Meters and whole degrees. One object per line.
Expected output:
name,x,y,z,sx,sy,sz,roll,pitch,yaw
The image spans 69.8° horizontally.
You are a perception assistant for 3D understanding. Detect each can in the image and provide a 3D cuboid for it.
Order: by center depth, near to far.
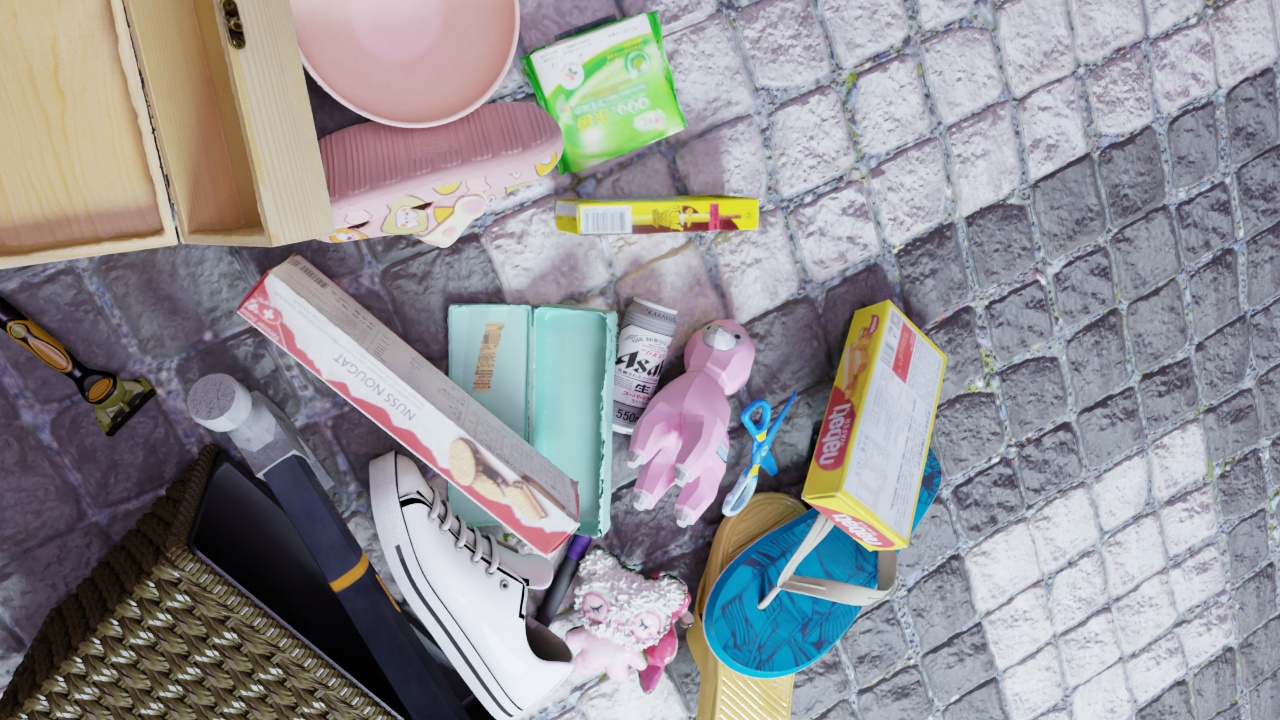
can,-0.004,0.004,0.748,0.044,0.044,0.106,16,97,-23

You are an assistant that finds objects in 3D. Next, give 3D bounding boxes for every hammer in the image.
hammer,-0.187,0.151,0.606,0.035,0.139,0.312,-35,74,-10

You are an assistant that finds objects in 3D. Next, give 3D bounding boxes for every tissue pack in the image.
tissue pack,-0.027,-0.204,0.696,0.114,0.034,0.099,-24,111,-12

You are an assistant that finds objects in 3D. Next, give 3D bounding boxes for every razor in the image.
razor,-0.397,-0.010,0.610,0.044,0.021,0.144,-46,111,-5

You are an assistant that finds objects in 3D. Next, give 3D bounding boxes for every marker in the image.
marker,-0.064,0.180,0.783,0.018,0.015,0.134,25,93,-9

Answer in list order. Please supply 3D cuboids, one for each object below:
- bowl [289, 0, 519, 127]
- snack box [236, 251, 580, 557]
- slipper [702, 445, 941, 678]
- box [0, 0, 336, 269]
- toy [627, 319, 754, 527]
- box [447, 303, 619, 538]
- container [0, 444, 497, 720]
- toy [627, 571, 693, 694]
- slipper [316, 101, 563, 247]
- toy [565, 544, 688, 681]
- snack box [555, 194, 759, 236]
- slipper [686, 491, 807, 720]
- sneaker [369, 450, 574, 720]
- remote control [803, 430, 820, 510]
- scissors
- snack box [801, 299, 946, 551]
bowl,-0.163,-0.232,0.614,0.152,0.076,0.153,-5,105,-21
snack box,-0.156,0.034,0.656,0.273,0.076,0.044,41,100,-15
slipper,0.179,0.165,0.800,0.294,0.060,0.118,-40,98,-24
box,-0.317,-0.190,0.559,0.253,0.118,0.248,-5,105,4
toy,0.047,0.047,0.755,0.157,0.067,0.123,-57,155,-33
box,-0.087,0.047,0.731,0.138,0.055,0.187,5,103,7
container,-0.267,0.258,0.642,0.205,0.176,0.321,-41,113,-4
toy,0.013,0.235,0.807,0.050,0.065,0.102,23,92,-57
slipper,-0.149,-0.124,0.648,0.197,0.093,0.082,-17,141,-9
toy,-0.019,0.220,0.770,0.096,0.041,0.109,20,95,5
snack box,0.013,-0.114,0.716,0.148,0.061,0.026,-5,104,-20
slipper,0.089,0.248,0.820,0.099,0.079,0.263,13,76,-23
sneaker,-0.121,0.167,0.711,0.097,0.091,0.245,-29,108,-7
remote control,0.171,0.135,0.860,0.045,0.021,0.140,5,96,-24
scissors,0.103,0.077,0.791,0.126,0.013,0.125,-54,146,-11
snack box,0.206,0.054,0.790,0.092,0.042,0.200,38,57,-25
